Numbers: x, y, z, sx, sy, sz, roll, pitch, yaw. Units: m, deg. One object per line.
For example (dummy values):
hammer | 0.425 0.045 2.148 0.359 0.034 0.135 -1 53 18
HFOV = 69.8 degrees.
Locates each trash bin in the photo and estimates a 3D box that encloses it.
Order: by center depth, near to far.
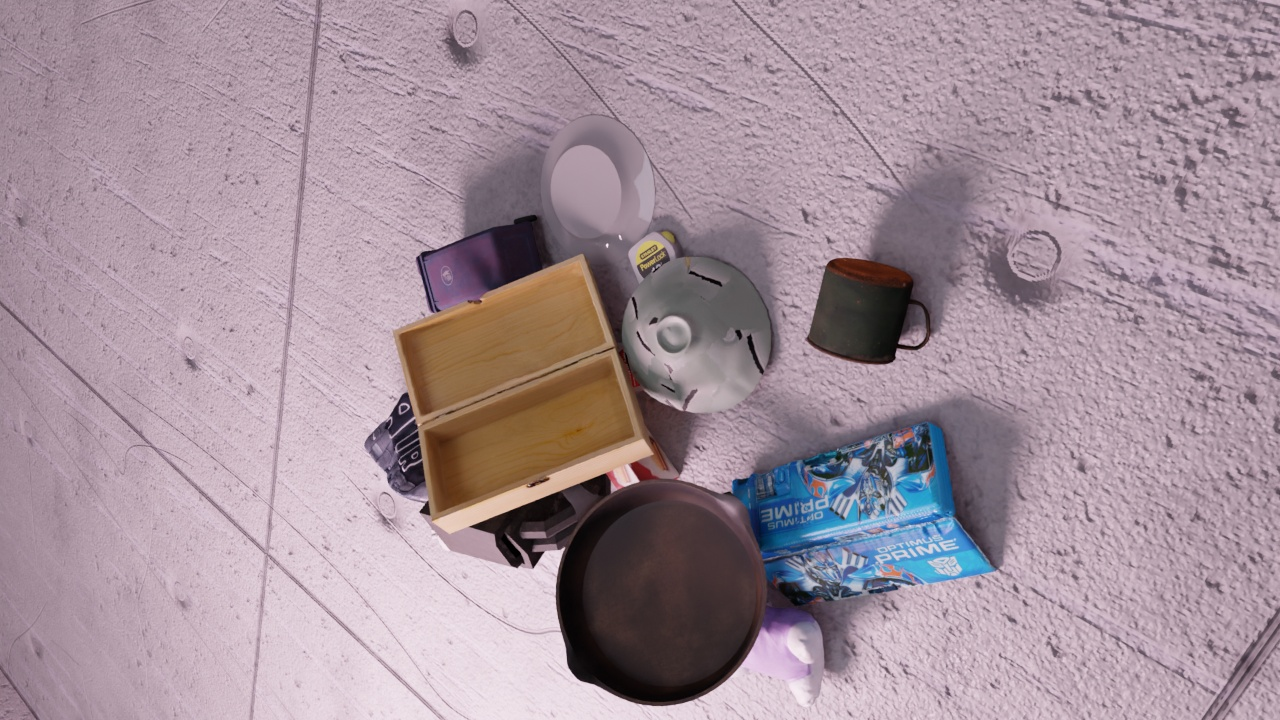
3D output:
trash bin | -0.199 -0.116 1.160 0.161 0.092 0.094 -11 94 43

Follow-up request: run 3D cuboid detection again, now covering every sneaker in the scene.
sneaker | -0.279 0.104 1.246 0.253 0.097 0.151 28 91 55

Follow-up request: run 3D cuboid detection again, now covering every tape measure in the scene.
tape measure | 0.021 -0.110 1.034 0.064 0.016 0.065 -29 83 39
tape measure | -0.006 0.006 1.082 0.062 0.020 0.060 -5 99 38

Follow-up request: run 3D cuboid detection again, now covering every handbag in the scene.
handbag | -0.125 0.161 1.119 0.200 0.196 0.102 10 141 36

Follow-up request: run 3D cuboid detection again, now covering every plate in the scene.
plate | -0.059 -0.197 1.072 0.173 0.019 0.173 11 108 35

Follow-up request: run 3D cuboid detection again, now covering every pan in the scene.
pan | -0.017 0.200 0.992 0.249 0.043 0.356 -46 63 1

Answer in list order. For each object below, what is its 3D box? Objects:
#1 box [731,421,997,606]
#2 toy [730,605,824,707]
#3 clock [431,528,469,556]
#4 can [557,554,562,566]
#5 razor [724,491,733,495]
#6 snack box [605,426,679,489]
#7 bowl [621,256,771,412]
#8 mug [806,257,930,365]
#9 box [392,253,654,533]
box | 0.208 0.171 0.927 0.244 0.075 0.167 -24 87 40
toy | 0.106 0.295 1.024 0.209 0.085 0.138 15 135 27
clock | -0.209 0.223 1.237 0.159 0.119 0.061 -10 96 30
can | -0.057 0.284 1.178 0.106 0.043 0.044 34 120 26
razor | 0.082 0.180 1.038 0.044 0.018 0.141 53 150 16
snack box | -0.058 0.045 1.098 0.044 0.076 0.273 -43 74 32
bowl | 0.048 -0.027 0.973 0.174 0.067 0.174 0 91 24
mug | 0.221 -0.046 0.863 0.111 0.084 0.081 11 109 2
box | -0.139 0.033 1.036 0.247 0.076 0.257 -21 71 6
